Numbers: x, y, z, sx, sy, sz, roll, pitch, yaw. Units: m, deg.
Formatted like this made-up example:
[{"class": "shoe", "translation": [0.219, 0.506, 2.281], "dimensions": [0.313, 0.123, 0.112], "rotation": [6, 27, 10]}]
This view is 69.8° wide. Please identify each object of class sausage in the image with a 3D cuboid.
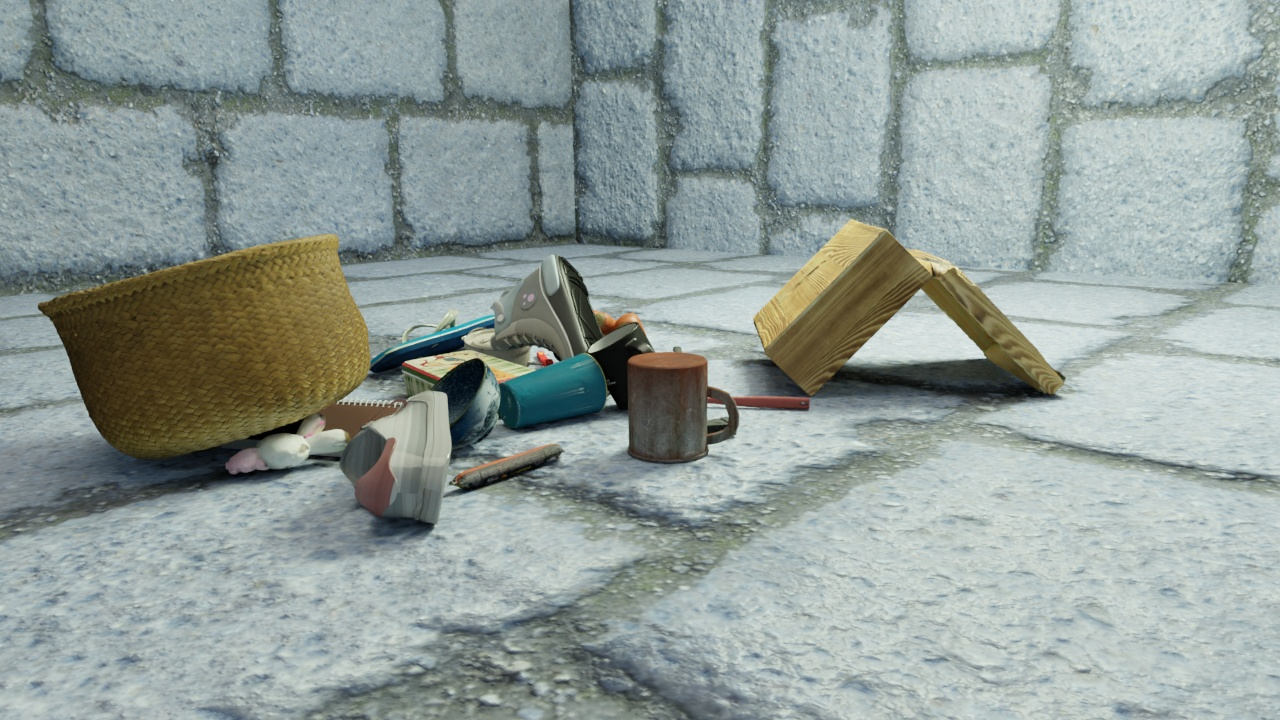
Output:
[{"class": "sausage", "translation": [-0.132, 0.107, 0.940], "dimensions": [0.020, 0.020, 0.155], "rotation": [9, 15, 39]}]

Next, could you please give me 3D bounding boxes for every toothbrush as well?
[{"class": "toothbrush", "translation": [-0.150, -0.004, 1.442], "dimensions": [0.012, 0.018, 0.212], "rotation": [-8, 9, -10]}, {"class": "toothbrush", "translation": [0.124, 0.052, 1.194], "dimensions": [0.190, 0.016, 0.016], "rotation": [1, 8, 11]}]

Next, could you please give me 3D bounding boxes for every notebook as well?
[{"class": "notebook", "translation": [-0.354, 0.078, 1.096], "dimensions": [0.209, 0.022, 0.171], "rotation": [2, 14, 15]}]

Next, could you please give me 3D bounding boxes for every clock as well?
[{"class": "clock", "translation": [-0.232, -0.013, 1.431], "dimensions": [0.103, 0.061, 0.157], "rotation": [-15, 25, -39]}]

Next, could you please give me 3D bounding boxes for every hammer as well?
[{"class": "hammer", "translation": [0.056, 0.033, 1.208], "dimensions": [0.095, 0.015, 0.324], "rotation": [-3, 18, -2]}]

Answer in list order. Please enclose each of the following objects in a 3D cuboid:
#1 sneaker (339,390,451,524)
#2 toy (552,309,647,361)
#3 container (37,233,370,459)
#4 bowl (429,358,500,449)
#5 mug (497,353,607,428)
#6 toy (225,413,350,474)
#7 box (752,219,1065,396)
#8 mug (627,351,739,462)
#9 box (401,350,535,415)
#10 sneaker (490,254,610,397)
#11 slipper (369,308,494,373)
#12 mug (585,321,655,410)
[{"class": "sneaker", "translation": [-0.236, 0.083, 0.875], "dimensions": [0.089, 0.099, 0.236], "rotation": [11, 10, -17]}, {"class": "toy", "translation": [-0.060, -0.028, 1.388], "dimensions": [0.176, 0.112, 0.096], "rotation": [6, 45, 40]}, {"class": "container", "translation": [-0.467, -0.016, 1.021], "dimensions": [0.307, 0.196, 0.306], "rotation": [-14, 9, 2]}, {"class": "bowl", "translation": [-0.198, 0.060, 1.038], "dimensions": [0.115, 0.061, 0.114], "rotation": [-31, 31, 21]}, {"class": "mug", "translation": [-0.113, 0.041, 1.134], "dimensions": [0.121, 0.078, 0.078], "rotation": [-15, 18, -34]}, {"class": "toy", "translation": [-0.376, 0.094, 0.973], "dimensions": [0.122, 0.038, 0.079], "rotation": [-21, 26, -38]}, {"class": "box", "translation": [0.386, -0.033, 1.346], "dimensions": [0.336, 0.286, 0.279], "rotation": [41, 11, -4]}, {"class": "mug", "translation": [0.046, 0.049, 0.998], "dimensions": [0.123, 0.110, 0.096], "rotation": [0, 17, 5]}, {"class": "box", "translation": [-0.228, 0.029, 1.229], "dimensions": [0.117, 0.051, 0.206], "rotation": [-16, 19, -33]}, {"class": "sneaker", "translation": [-0.136, -0.023, 1.298], "dimensions": [0.161, 0.256, 0.093], "rotation": [-29, -38, 15]}, {"class": "slipper", "translation": [-0.333, -0.046, 1.506], "dimensions": [0.118, 0.060, 0.294], "rotation": [-25, 0, 33]}, {"class": "mug", "translation": [-0.007, 0.007, 1.168], "dimensions": [0.078, 0.088, 0.114], "rotation": [-36, 14, -24]}]
